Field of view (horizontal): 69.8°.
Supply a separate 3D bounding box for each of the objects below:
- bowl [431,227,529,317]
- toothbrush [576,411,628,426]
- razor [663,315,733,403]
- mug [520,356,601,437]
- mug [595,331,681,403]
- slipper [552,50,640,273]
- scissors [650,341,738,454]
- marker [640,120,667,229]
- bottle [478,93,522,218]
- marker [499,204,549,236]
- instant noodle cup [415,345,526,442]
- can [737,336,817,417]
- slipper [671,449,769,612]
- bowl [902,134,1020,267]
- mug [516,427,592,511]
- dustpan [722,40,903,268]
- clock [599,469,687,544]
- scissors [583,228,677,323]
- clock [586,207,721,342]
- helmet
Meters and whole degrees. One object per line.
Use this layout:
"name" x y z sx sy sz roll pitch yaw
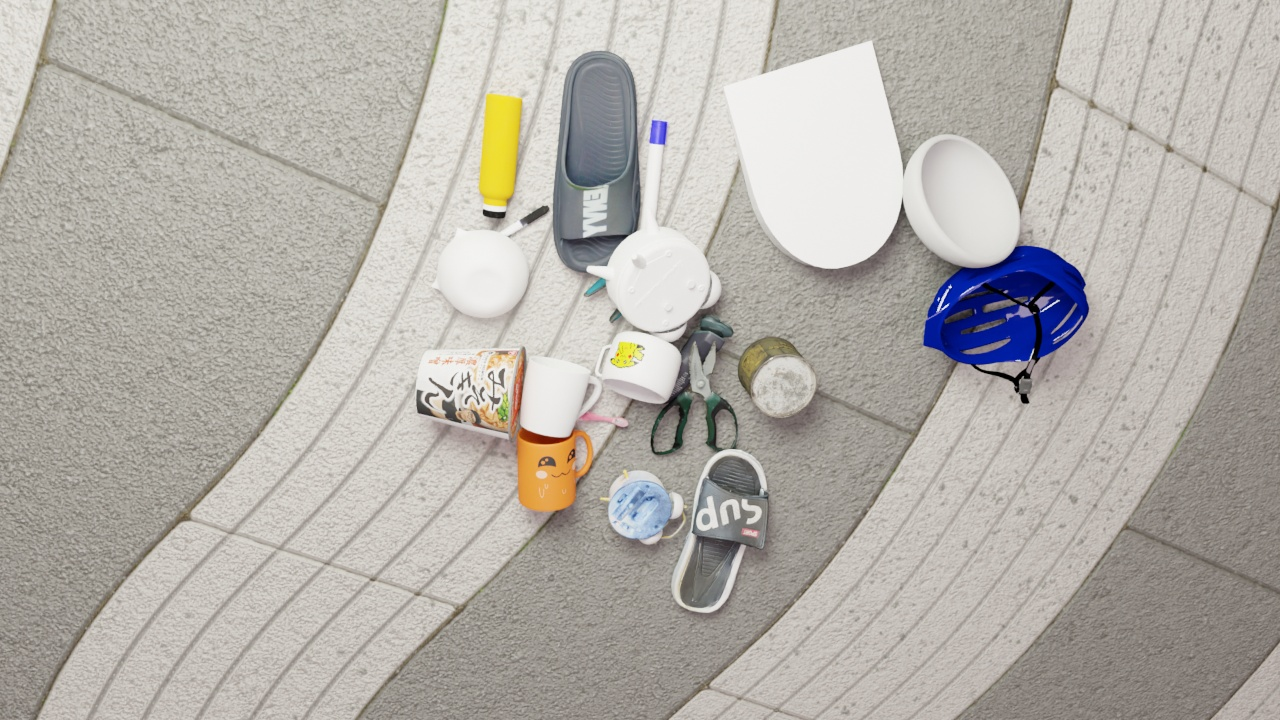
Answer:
"bowl" -0.195 -0.100 1.142 0.114 0.050 0.115 -5 117 -9
"toothbrush" -0.081 0.073 1.245 0.135 0.016 0.021 12 94 -12
"razor" 0.066 0.001 1.223 0.047 0.052 0.143 29 108 -22
"mug" -0.101 0.049 1.201 0.114 0.081 0.088 7 101 -40
"mug" -0.007 0.007 1.191 0.094 0.116 0.068 40 64 -55
"slipper" -0.047 -0.233 1.108 0.110 0.083 0.268 0 108 -10
"scissors" 0.058 0.056 1.233 0.137 0.015 0.210 -11 127 2
"marker" 0.016 -0.228 1.150 0.020 0.020 0.142 3 109 -9
"bottle" -0.170 -0.245 1.106 0.043 0.043 0.144 5 109 -9
"marker" -0.180 -0.154 1.155 0.152 0.011 0.011 -30 110 4
"instant noodle cup" -0.215 0.036 1.167 0.122 0.123 0.124 6 108 0
"can" 0.182 0.021 1.231 0.090 0.074 0.090 -3 111 -7
"slipper" 0.117 0.254 1.312 0.111 0.063 0.264 14 110 -13
"bowl" 0.394 -0.193 1.164 0.176 0.066 0.176 9 69 -25
"mug" -0.112 0.138 1.240 0.112 0.078 0.096 -13 114 -36
"dustpan" 0.229 -0.247 1.172 0.191 0.053 0.258 -18 99 -1
"clock" 0.008 0.209 1.285 0.125 0.052 0.089 37 100 -18
"scissors" -0.009 -0.109 1.187 0.154 0.019 0.126 -5 115 -13
"clock" 0.027 -0.097 1.149 0.125 0.073 0.161 -44 127 5
"helmet" 0.487 -0.044 1.167 0.241 0.227 0.148 -11 127 -4
